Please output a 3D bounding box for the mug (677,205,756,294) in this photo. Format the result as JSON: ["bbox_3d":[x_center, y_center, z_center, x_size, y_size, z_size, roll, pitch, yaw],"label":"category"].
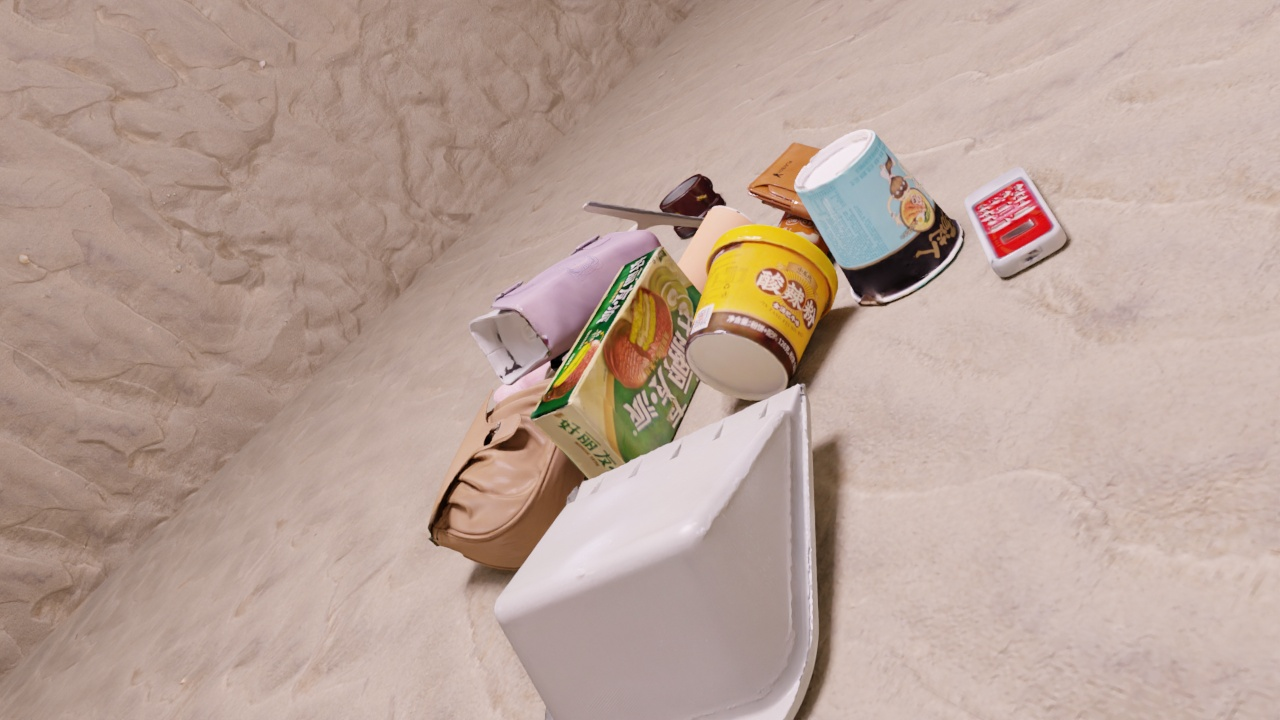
[{"bbox_3d":[0.076,-0.102,1.023,0.122,0.078,0.078,-54,23,-18],"label":"mug"}]

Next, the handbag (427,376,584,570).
[{"bbox_3d":[-0.128,0.103,0.910,0.148,0.100,0.203,-14,39,30],"label":"handbag"}]

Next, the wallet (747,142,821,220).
[{"bbox_3d":[0.186,-0.171,0.908,0.132,0.031,0.107,24,51,28],"label":"wallet"}]

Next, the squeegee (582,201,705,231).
[{"bbox_3d":[-0.040,-0.112,1.200,0.247,0.246,0.039,-53,56,32],"label":"squeegee"}]

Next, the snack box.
[{"bbox_3d":[-0.005,0.005,0.892,0.063,0.114,0.239,-22,28,40],"label":"snack box"}]

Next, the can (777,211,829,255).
[{"bbox_3d":[0.159,-0.115,0.917,0.058,0.058,0.146,-21,29,44],"label":"can"}]

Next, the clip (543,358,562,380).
[{"bbox_3d":[-0.097,0.048,1.113,0.034,0.089,0.104,-90,20,-62],"label":"clip"}]

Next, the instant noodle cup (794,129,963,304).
[{"bbox_3d":[0.196,-0.127,0.784,0.111,0.120,0.111,-36,22,16],"label":"instant noodle cup"}]

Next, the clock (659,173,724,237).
[{"bbox_3d":[0.070,-0.223,1.299,0.082,0.055,0.121,-37,19,15],"label":"clock"}]

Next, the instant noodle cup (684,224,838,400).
[{"bbox_3d":[0.099,-0.037,0.798,0.119,0.118,0.114,-17,39,49],"label":"instant noodle cup"}]

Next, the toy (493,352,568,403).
[{"bbox_3d":[-0.119,0.005,1.185,0.160,0.054,0.121,-31,16,26],"label":"toy"}]

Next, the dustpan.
[{"bbox_3d":[0.024,0.158,0.611,0.223,0.142,0.257,-27,6,27],"label":"dustpan"}]

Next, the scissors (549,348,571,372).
[{"bbox_3d":[-0.041,-0.024,1.085,0.177,0.019,0.174,-17,25,2],"label":"scissors"}]

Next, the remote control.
[{"bbox_3d":[0.292,-0.112,0.725,0.056,0.020,0.135,-33,22,26],"label":"remote control"}]

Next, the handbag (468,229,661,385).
[{"bbox_3d":[-0.075,-0.066,1.017,0.196,0.098,0.145,-35,10,-32],"label":"handbag"}]
